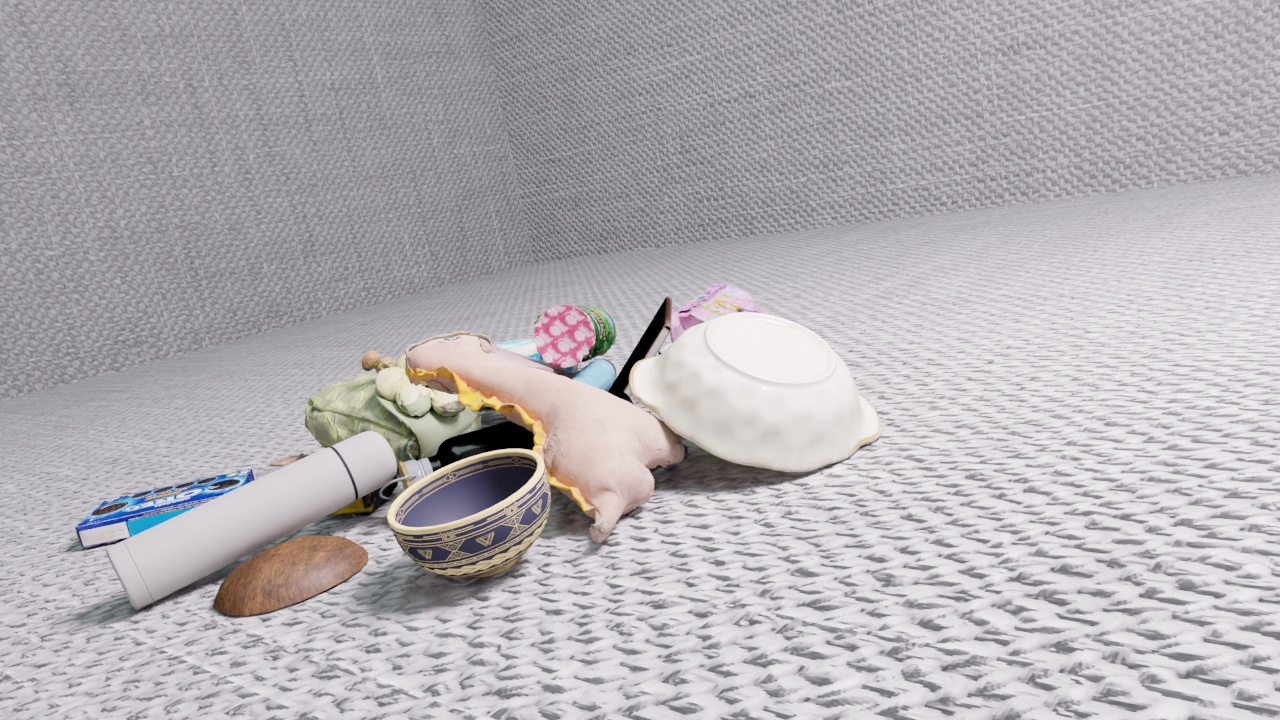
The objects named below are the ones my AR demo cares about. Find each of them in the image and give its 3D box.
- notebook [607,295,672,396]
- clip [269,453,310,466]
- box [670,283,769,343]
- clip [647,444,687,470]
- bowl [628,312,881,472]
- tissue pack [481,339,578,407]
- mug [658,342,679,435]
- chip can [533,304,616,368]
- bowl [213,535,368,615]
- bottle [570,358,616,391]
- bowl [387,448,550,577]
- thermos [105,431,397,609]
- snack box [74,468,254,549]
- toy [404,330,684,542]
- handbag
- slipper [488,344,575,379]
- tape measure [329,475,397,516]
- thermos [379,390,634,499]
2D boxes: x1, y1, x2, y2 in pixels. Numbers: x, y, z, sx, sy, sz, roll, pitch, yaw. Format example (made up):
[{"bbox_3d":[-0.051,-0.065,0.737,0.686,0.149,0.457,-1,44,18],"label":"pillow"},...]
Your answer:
[{"bbox_3d":[-0.006,0.006,0.976,0.008,0.141,0.209,31,11,-4],"label":"notebook"},{"bbox_3d":[-0.378,0.109,0.995,0.025,0.043,0.061,-5,17,17],"label":"clip"},{"bbox_3d":[0.115,-0.046,1.201,0.097,0.085,0.229,-4,12,19],"label":"box"},{"bbox_3d":[0.026,0.085,0.809,0.036,0.013,0.053,-6,9,15],"label":"clip"},{"bbox_3d":[0.102,0.011,0.770,0.219,0.060,0.188,9,31,-3],"label":"bowl"},{"bbox_3d":[-0.180,0.012,1.244,0.117,0.066,0.208,0,13,41],"label":"tissue pack"},{"bbox_3d":[0.067,0.020,0.910,0.073,0.082,0.105,-5,12,25],"label":"mug"},{"bbox_3d":[-0.077,-0.032,1.143,0.075,0.075,0.223,-9,2,6],"label":"chip can"},{"bbox_3d":[-0.266,0.154,0.695,0.102,0.026,0.114,0,15,44],"label":"bowl"},{"bbox_3d":[-0.059,0.027,1.107,0.040,0.040,0.129,-8,11,15],"label":"bottle"},{"bbox_3d":[-0.112,0.115,0.642,0.112,0.061,0.112,-16,17,5],"label":"bowl"},{"bbox_3d":[-0.307,0.123,0.749,0.223,0.052,0.052,-27,18,-31],"label":"thermos"},{"bbox_3d":[-0.473,0.147,0.924,0.150,0.027,0.082,-13,12,-10],"label":"snack box"},{"bbox_3d":[-0.098,0.047,0.749,0.264,0.065,0.195,21,27,15],"label":"toy"},{"bbox_3d":[-0.267,0.045,0.970,0.187,0.117,0.113,13,23,23],"label":"handbag"},{"bbox_3d":[-0.140,0.027,1.075,0.094,0.064,0.239,21,1,18],"label":"slipper"},{"bbox_3d":[-0.265,0.117,0.851,0.063,0.038,0.067,-8,12,12],"label":"tape measure"},{"bbox_3d":[-0.115,0.085,0.811,0.231,0.061,0.061,-15,12,-20],"label":"thermos"}]
